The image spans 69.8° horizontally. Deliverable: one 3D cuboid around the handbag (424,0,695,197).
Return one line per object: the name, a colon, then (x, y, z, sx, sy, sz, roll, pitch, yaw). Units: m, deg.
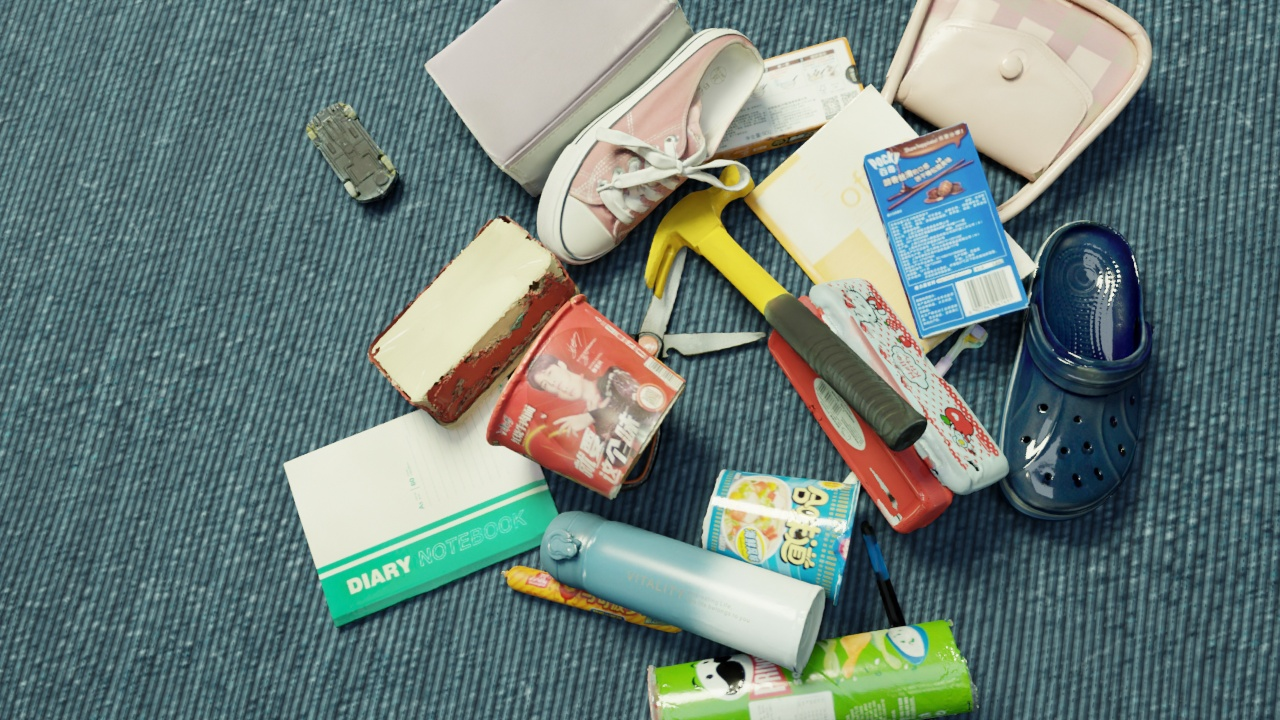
handbag: (-0.069, -0.259, 0.791, 0.197, 0.098, 0.145, -40, 71, 7)

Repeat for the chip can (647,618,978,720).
chip can: (0.127, 0.251, 0.697, 0.236, 0.072, 0.072, -11, 78, 6)

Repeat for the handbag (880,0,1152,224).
handbag: (0.290, -0.213, 0.786, 0.193, 0.093, 0.234, 33, 94, 9)

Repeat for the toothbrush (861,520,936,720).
toothbrush: (0.210, 0.220, 0.734, 0.014, 0.016, 0.189, -15, 78, 0)

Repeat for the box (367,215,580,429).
box: (-0.140, -0.035, 0.765, 0.168, 0.077, 0.091, -47, 61, -5)

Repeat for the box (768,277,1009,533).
box: (0.200, 0.025, 0.729, 0.100, 0.096, 0.201, -23, 67, -19)

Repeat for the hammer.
hammer: (0.107, -0.040, 0.709, 0.129, 0.033, 0.300, -41, 52, 3)

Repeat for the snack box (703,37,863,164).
snack box: (0.120, -0.230, 0.821, 0.154, 0.026, 0.075, -16, 79, 2)

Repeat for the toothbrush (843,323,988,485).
toothbrush: (0.225, 0.044, 0.765, 0.189, 0.029, 0.020, -49, 38, -4)

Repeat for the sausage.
sausage: (-0.036, 0.196, 0.753, 0.165, 0.021, 0.021, 13, 80, 6)

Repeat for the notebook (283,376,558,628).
notebook: (-0.186, 0.119, 0.785, 0.209, 0.012, 0.150, -22, 79, -1)

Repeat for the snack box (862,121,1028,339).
snack box: (0.243, -0.103, 0.737, 0.085, 0.026, 0.157, -17, 84, 11)

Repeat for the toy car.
toy car: (-0.261, -0.187, 0.837, 0.049, 0.031, 0.105, -37, 78, -3)

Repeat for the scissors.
scissors: (-0.008, 0.003, 0.788, 0.233, 0.022, 0.220, 1, 80, 5)

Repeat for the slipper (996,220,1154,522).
slipper: (0.354, 0.004, 0.727, 0.105, 0.095, 0.252, 11, 77, 9)

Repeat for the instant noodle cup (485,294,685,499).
instant noodle cup: (-0.038, 0.034, 0.710, 0.108, 0.138, 0.138, 32, 83, 5)

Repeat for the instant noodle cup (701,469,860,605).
instant noodle cup: (0.110, 0.130, 0.723, 0.110, 0.099, 0.099, 12, 80, 14)

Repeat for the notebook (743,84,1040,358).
notebook: (0.206, -0.109, 0.776, 0.146, 0.010, 0.206, -41, 79, 16)

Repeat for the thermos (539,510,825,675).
thermos: (0.027, 0.171, 0.702, 0.221, 0.070, 0.070, 14, 80, 24)

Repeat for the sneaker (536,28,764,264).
sneaker: (0.013, -0.167, 0.748, 0.241, 0.118, 0.088, -45, 37, 7)
